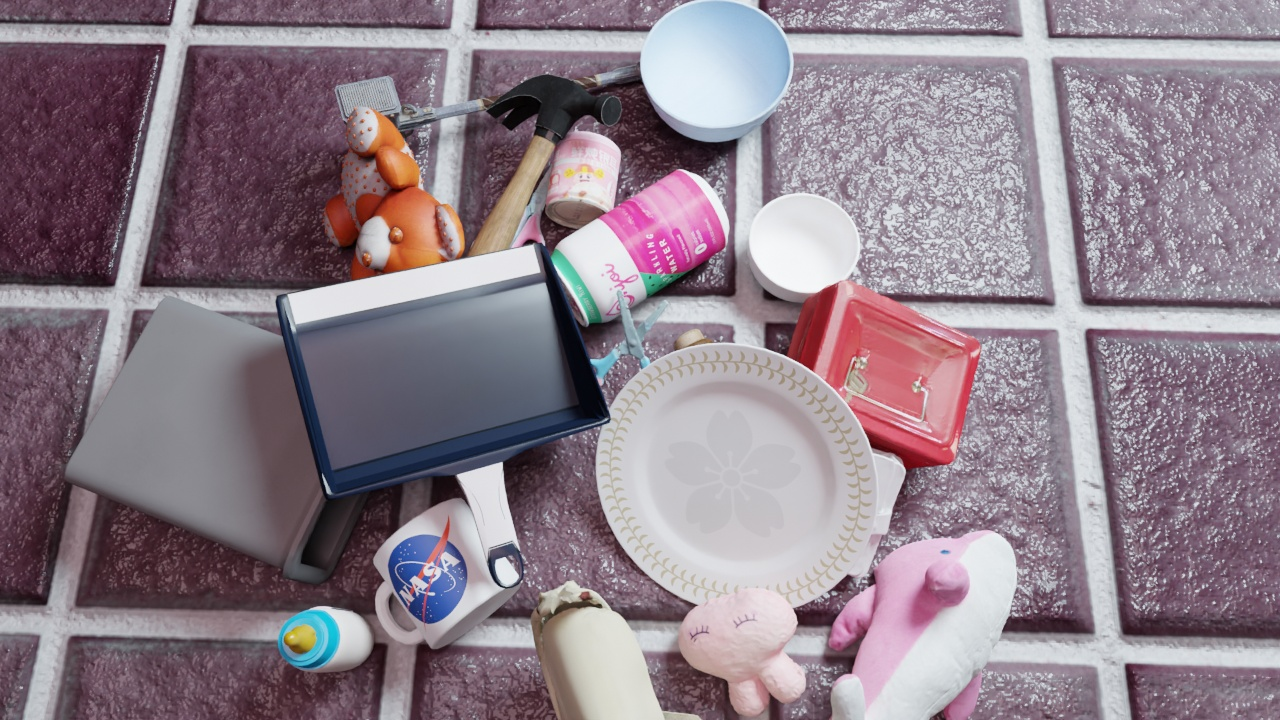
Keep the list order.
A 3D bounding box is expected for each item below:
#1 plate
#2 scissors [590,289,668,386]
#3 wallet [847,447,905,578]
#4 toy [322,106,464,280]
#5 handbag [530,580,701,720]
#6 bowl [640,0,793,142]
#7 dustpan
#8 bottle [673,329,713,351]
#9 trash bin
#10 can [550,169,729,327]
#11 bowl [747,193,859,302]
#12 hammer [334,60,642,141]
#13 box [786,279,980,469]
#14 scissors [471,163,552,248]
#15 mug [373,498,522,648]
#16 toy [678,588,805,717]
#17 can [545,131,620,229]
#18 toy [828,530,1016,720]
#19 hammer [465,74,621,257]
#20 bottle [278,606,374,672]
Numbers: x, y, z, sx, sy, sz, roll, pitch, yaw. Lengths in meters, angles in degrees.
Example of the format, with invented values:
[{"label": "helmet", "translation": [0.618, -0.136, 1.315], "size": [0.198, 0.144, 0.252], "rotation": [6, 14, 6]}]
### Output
[{"label": "plate", "translation": [0.078, 0.102, 0.780], "size": [0.243, 0.016, 0.243], "rotation": [5, 106, 18]}, {"label": "scissors", "translation": [-0.003, 0.006, 0.847], "size": [0.126, 0.015, 0.136], "rotation": [38, 117, -7]}, {"label": "wallet", "translation": [0.176, 0.128, 0.801], "size": [0.086, 0.032, 0.116], "rotation": [14, 103, 11]}, {"label": "toy", "translation": [-0.233, -0.128, 0.851], "size": [0.092, 0.164, 0.172], "rotation": [-15, 60, -43]}, {"label": "handbag", "translation": [0.002, 0.295, 0.707], "size": [0.132, 0.184, 0.229], "rotation": [-21, 57, -9]}, {"label": "bowl", "translation": [0.075, -0.282, 0.932], "size": [0.150, 0.075, 0.150], "rotation": [0, 73, 1]}, {"label": "dustpan", "translation": [-0.147, 0.049, 0.752], "size": [0.236, 0.080, 0.273], "rotation": [-14, 90, -20]}, {"label": "bottle", "translation": [0.079, 0.044, 0.834], "size": [0.067, 0.068, 0.157], "rotation": [-27, 74, -8]}, {"label": "trash bin", "translation": [-0.351, 0.068, 0.818], "size": [0.220, 0.098, 0.191], "rotation": [19, 74, 8]}, {"label": "can", "translation": [-0.002, -0.106, 0.871], "size": [0.165, 0.088, 0.088], "rotation": [-33, 75, -9]}, {"label": "bowl", "translation": [0.154, -0.104, 0.887], "size": [0.105, 0.054, 0.104], "rotation": [0, 74, 0]}, {"label": "hammer", "translation": [-0.137, -0.266, 0.935], "size": [0.321, 0.099, 0.044], "rotation": [-16, 73, -13]}, {"label": "box", "translation": [0.211, 0.016, 0.812], "size": [0.158, 0.087, 0.129], "rotation": [23, 72, -10]}, {"label": "scissors", "translation": [-0.112, -0.150, 0.925], "size": [0.076, 0.017, 0.174], "rotation": [23, 76, 10]}, {"label": "mug", "translation": [-0.175, 0.190, 0.784], "size": [0.121, 0.091, 0.090], "rotation": [-41, 76, 8]}, {"label": "toy", "translation": [0.090, 0.246, 0.773], "size": [0.108, 0.053, 0.105], "rotation": [-31, 88, 22]}, {"label": "can", "translation": [-0.057, -0.177, 0.905], "size": [0.067, 0.067, 0.076], "rotation": [7, 74, 3]}, {"label": "toy", "translation": [0.211, 0.230, 0.751], "size": [0.128, 0.187, 0.264], "rotation": [12, 42, 42]}, {"label": "hammer", "translation": [-0.138, -0.128, 0.876], "size": [0.132, 0.040, 0.305], "rotation": [26, 88, 35]}, {"label": "bottle", "translation": [-0.257, 0.225, 0.740], "size": [0.051, 0.146, 0.051], "rotation": [0, 72, 0]}]
